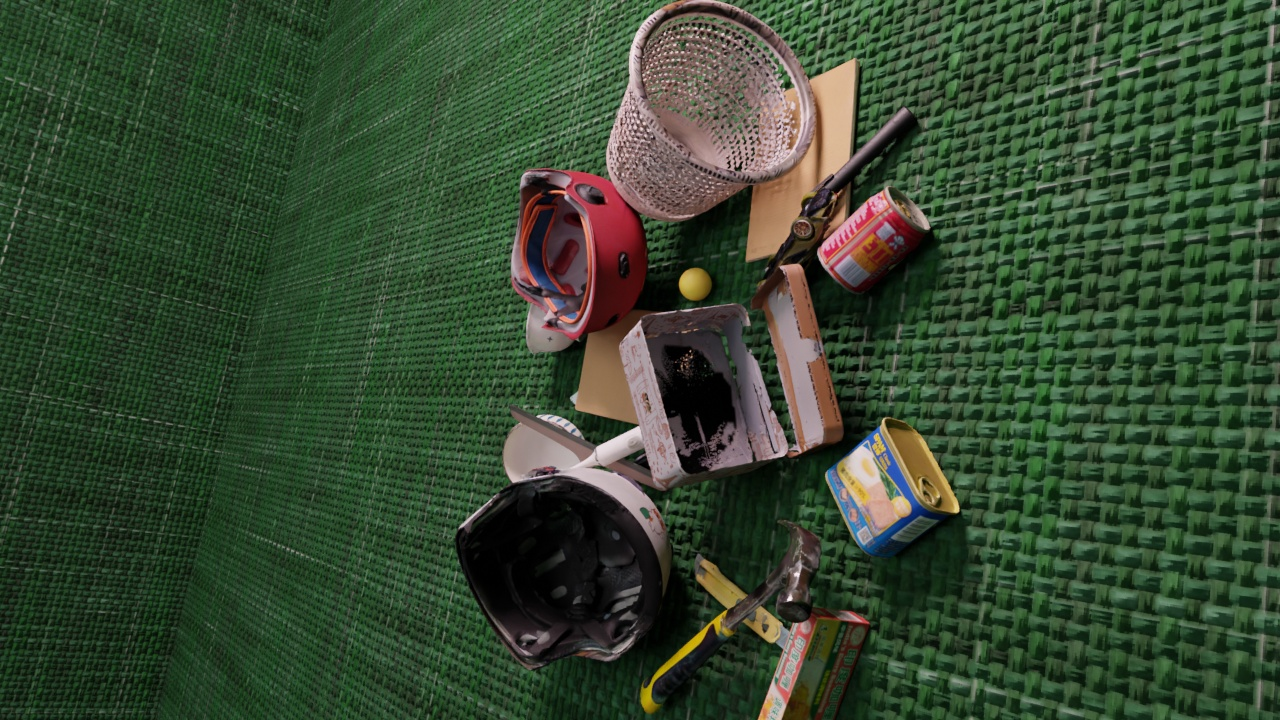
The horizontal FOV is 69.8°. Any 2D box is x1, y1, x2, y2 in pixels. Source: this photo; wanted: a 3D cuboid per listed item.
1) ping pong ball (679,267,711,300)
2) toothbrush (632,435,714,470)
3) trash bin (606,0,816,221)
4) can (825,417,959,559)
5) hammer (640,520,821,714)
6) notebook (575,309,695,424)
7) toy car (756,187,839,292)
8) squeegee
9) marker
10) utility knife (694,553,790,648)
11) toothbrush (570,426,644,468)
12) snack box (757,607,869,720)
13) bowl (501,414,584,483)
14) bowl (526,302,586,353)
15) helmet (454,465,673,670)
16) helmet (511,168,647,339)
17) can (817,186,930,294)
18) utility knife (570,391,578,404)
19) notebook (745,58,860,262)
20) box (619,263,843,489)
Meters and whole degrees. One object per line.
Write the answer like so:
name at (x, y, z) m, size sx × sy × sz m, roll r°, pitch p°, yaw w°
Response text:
ping pong ball at (0.068, -0.094, 1.127) m, size 0.040 × 0.040 × 0.040 m, roll -23°, pitch 59°, yaw 45°
toothbrush at (0.009, 0.122, 1.131) m, size 0.213 × 0.026 × 0.027 m, roll -31°, pitch 64°, yaw 42°
trash bin at (0.060, -0.268, 1.075) m, size 0.193 × 0.227 × 0.227 m, roll 142°, pitch 134°, yaw -61°
can at (0.226, 0.118, 0.836) m, size 0.083 × 0.057 × 0.102 m, roll -48°, pitch 43°, yaw 33°
hammer at (0.083, 0.270, 0.925) m, size 0.324 × 0.032 × 0.125 m, roll -56°, pitch 6°, yaw 40°
notebook at (-0.007, 0.007, 1.184) m, size 0.208 × 0.008 × 0.148 m, roll 9°, pitch 89°, yaw 48°
toy car at (0.165, -0.117, 0.985) m, size 0.159 × 0.042 × 0.070 m, roll -61°, pitch 0°, yaw 43°
squeegee at (-0.089, 0.209, 1.195) m, size 0.248 × 0.040 × 0.250 m, roll 23°, pitch 110°, yaw 24°
marker at (0.233, -0.214, 0.966) m, size 0.132 × 0.022 × 0.020 m, roll -43°, pitch 14°, yaw 22°
utility knife at (0.116, 0.261, 0.957) m, size 0.207 × 0.021 × 0.031 m, roll 28°, pitch 105°, yaw 48°
toothbrush at (-0.024, 0.104, 1.105) m, size 0.221 × 0.026 × 0.026 m, roll -27°, pitch 83°, yaw 14°
snack box at (0.152, 0.304, 0.840) m, size 0.027 × 0.077 × 0.156 m, roll 23°, pitch 95°, yaw 53°
bowl at (-0.122, 0.126, 1.243) m, size 0.116 × 0.066 × 0.116 m, roll 4°, pitch 104°, yaw 16°
bowl at (-0.109, -0.059, 1.305) m, size 0.065 × 0.118 × 0.118 m, roll 14°, pitch 87°, yaw 14°
helmet at (-0.070, 0.224, 1.074) m, size 0.275 × 0.156 × 0.230 m, roll -30°, pitch 90°, yaw 28°
helmet at (-0.061, -0.137, 1.178) m, size 0.240 × 0.143 × 0.207 m, roll 48°, pitch 138°, yaw 42°
can at (0.231, -0.119, 0.910) m, size 0.094 × 0.066 × 0.066 m, roll -46°, pitch 45°, yaw 32°
utility knife at (-0.034, 0.005, 1.234) m, size 0.205 × 0.018 × 0.034 m, roll -39°, pitch 56°, yaw 35°
notebook at (0.185, -0.225, 1.056) m, size 0.150 × 0.012 × 0.211 m, roll -10°, pitch 69°, yaw 51°
box at (0.095, 0.021, 0.921) m, size 0.194 × 0.156 × 0.183 m, roll 134°, pitch 123°, yaw -65°
